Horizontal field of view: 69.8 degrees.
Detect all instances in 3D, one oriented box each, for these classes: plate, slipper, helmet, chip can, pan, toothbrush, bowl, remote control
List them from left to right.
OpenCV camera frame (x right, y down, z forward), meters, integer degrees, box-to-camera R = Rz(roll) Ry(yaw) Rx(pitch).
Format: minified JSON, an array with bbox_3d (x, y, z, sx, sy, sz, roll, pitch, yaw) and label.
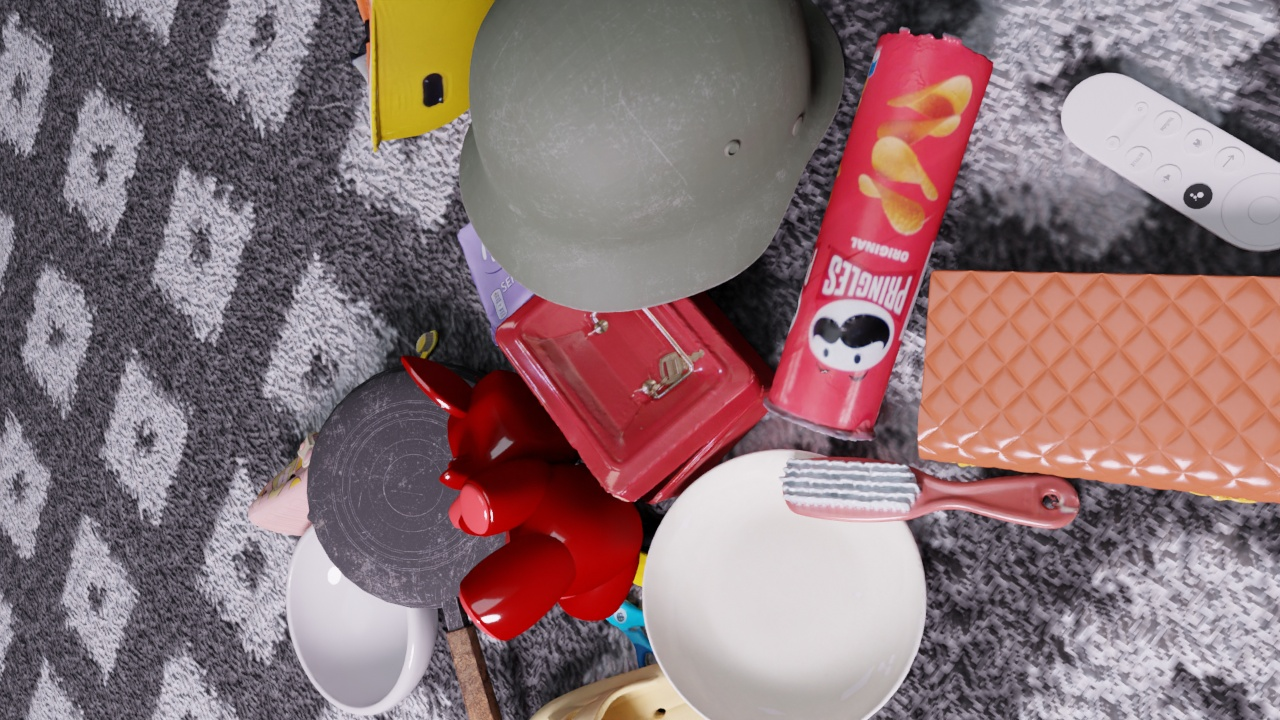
[{"bbox_3d":[-0.282,0.104,0.848,0.198,0.093,0.081,-28,51,34],"label":"slipper"},{"bbox_3d":[-0.239,0.220,0.824,0.177,0.066,0.176,1,92,34],"label":"bowl"},{"bbox_3d":[-0.214,0.030,0.831,0.021,0.016,0.136,37,111,23],"label":"toothbrush"},{"bbox_3d":[-0.159,-0.285,0.697,0.209,0.139,0.240,160,97,-75],"label":"helmet"},{"bbox_3d":[-0.156,0.173,0.731,0.208,0.040,0.356,-17,83,4],"label":"pan"},{"bbox_3d":[0.003,-0.173,0.550,0.267,0.154,0.227,-33,73,-7],"label":"helmet"},{"bbox_3d":[0.006,0.280,0.648,0.262,0.079,0.111,-33,86,29],"label":"slipper"},{"bbox_3d":[0.091,0.149,0.592,0.183,0.034,0.182,-8,68,21],"label":"plate"},{"bbox_3d":[0.142,-0.072,0.551,0.073,0.073,0.233,23,103,32],"label":"chip can"},{"bbox_3d":[0.286,-0.106,0.486,0.136,0.013,0.043,44,115,25],"label":"remote control"}]

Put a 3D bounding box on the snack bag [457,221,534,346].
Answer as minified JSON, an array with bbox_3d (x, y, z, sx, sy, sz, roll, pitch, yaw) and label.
[{"bbox_3d":[-0.059,-0.103,0.697,0.206,0.058,0.096,-37,69,32],"label":"snack bag"}]

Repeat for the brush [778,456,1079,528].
[{"bbox_3d":[0.166,0.077,0.546,0.173,0.030,0.041,0,72,24],"label":"brush"}]

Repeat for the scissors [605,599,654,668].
[{"bbox_3d":[-0.012,0.203,0.703,0.140,0.015,0.083,21,106,29],"label":"scissors"}]

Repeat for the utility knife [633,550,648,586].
[{"bbox_3d":[0.009,0.156,0.684,0.156,0.017,0.030,10,92,33],"label":"utility knife"}]

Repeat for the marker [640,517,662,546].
[{"bbox_3d":[0.043,0.126,0.661,0.139,0.016,0.022,-4,67,34],"label":"marker"}]

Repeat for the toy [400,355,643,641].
[{"bbox_3d":[-0.081,0.087,0.648,0.121,0.158,0.197,-43,63,23],"label":"toy"}]

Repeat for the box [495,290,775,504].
[{"bbox_3d":[0.006,0.005,0.643,0.137,0.122,0.157,-41,65,9],"label":"box"}]

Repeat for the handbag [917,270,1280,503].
[{"bbox_3d":[0.244,0.011,0.490,0.172,0.060,0.109,5,89,31],"label":"handbag"}]
